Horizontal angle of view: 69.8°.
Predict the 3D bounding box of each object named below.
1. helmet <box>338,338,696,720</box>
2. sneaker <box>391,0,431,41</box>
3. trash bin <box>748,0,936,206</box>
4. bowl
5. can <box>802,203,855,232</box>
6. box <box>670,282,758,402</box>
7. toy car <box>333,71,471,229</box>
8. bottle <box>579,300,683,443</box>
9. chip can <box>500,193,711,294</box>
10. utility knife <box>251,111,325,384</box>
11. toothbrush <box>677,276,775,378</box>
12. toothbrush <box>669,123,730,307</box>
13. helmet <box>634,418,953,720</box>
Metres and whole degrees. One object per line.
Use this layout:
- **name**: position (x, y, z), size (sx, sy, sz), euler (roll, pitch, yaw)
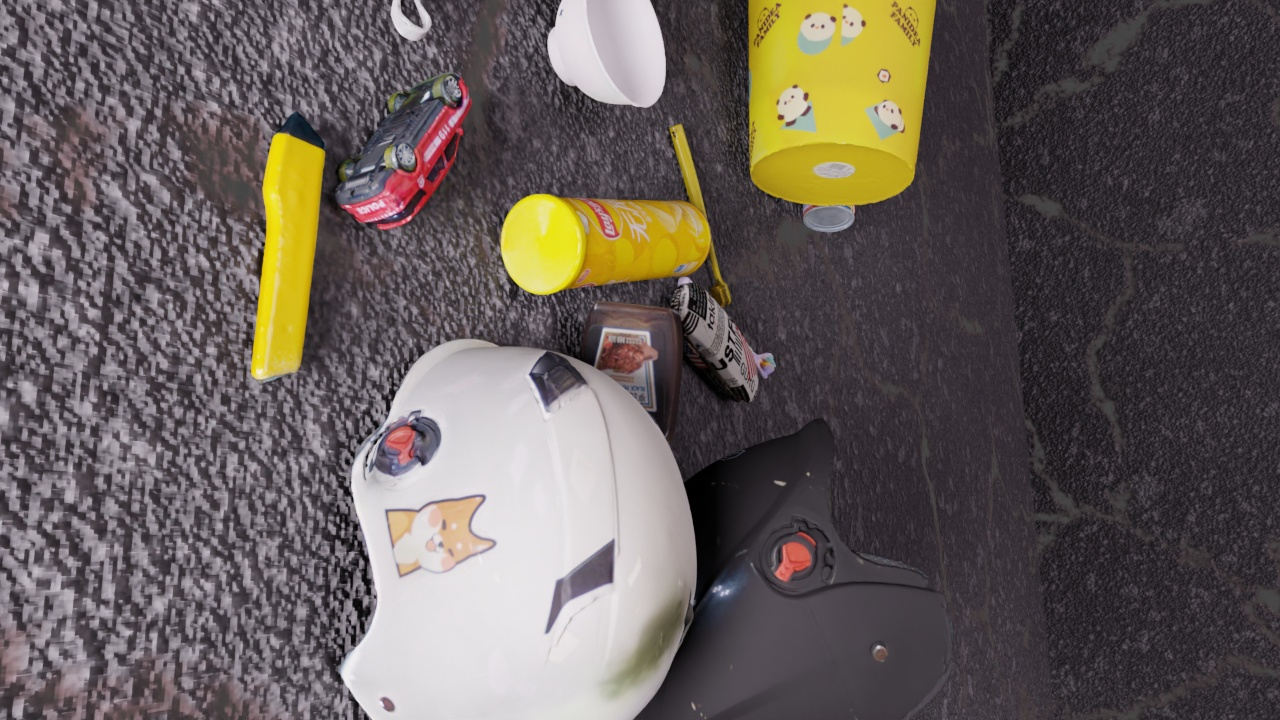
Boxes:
- **helmet**: position (-0.049, 0.111, 0.563), size (0.230, 0.157, 0.273), euler (35, 55, -50)
- **sneaker**: position (-0.133, -0.283, 0.585), size (0.240, 0.088, 0.118), euler (-30, 86, -35)
- **trash bin**: position (0.225, -0.330, 1.058), size (0.229, 0.230, 0.255), euler (21, 72, -55)
- **bowl**: position (-0.036, -0.260, 0.754), size (0.118, 0.065, 0.118), euler (17, 70, -56)
- **can**: position (0.247, -0.224, 1.200), size (0.066, 0.067, 0.093), euler (34, 55, -50)
- **box**: position (0.078, -0.015, 0.900), size (0.164, 0.052, 0.068), euler (42, 31, -46)
- **toy car**: position (-0.143, -0.131, 0.568), size (0.045, 0.053, 0.120), euler (53, 44, -40)
- **bottle**: position (-0.013, 0.054, 0.709), size (0.044, 0.080, 0.195), euler (-1, 98, -77)
- **chip can**: position (-0.020, -0.096, 0.739), size (0.212, 0.072, 0.072), euler (-15, 96, -59)
- **utility knife**: position (-0.195, -0.062, 0.502), size (0.033, 0.015, 0.156), euler (18, 69, -49)
- **toothbrush**: position (0.090, -0.034, 0.949), size (0.189, 0.021, 0.029), euler (40, 62, -45)
- **toothbrush**: position (0.059, -0.144, 0.929), size (0.016, 0.016, 0.190), euler (-33, 112, -49)
- **helmet**: position (0.099, 0.187, 0.719), size (0.233, 0.230, 0.274), euler (93, -9, -81)
